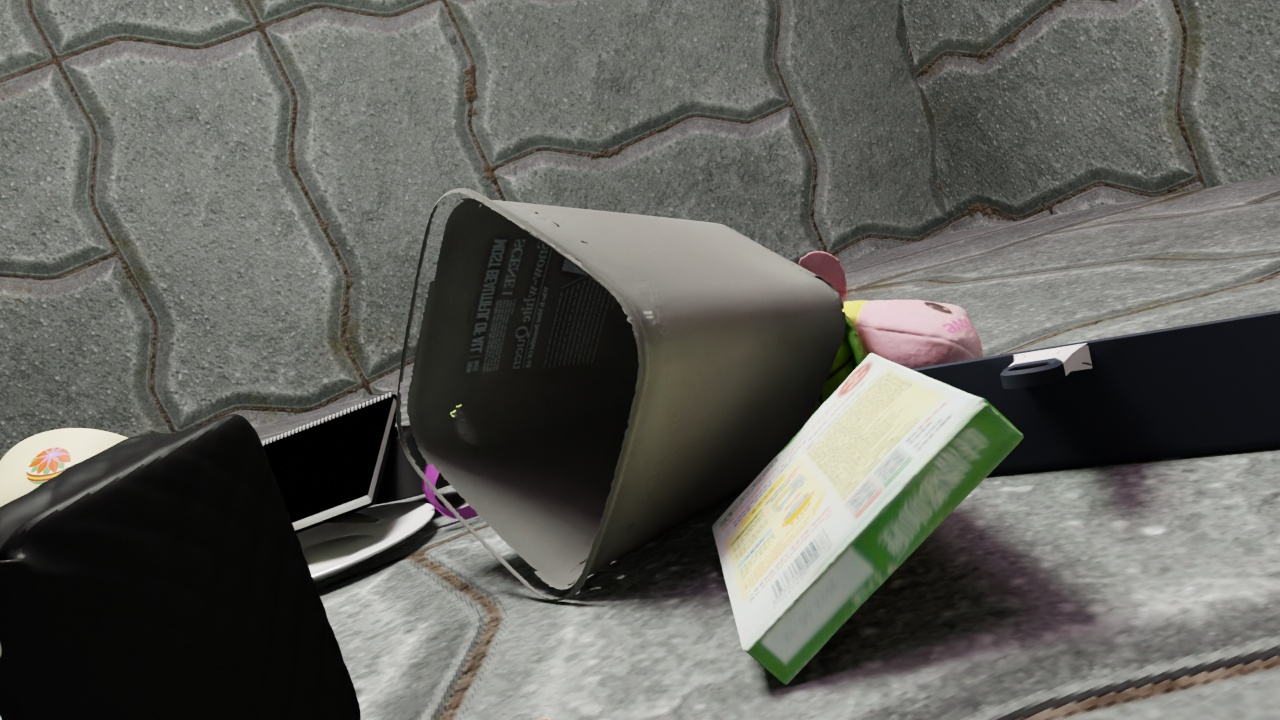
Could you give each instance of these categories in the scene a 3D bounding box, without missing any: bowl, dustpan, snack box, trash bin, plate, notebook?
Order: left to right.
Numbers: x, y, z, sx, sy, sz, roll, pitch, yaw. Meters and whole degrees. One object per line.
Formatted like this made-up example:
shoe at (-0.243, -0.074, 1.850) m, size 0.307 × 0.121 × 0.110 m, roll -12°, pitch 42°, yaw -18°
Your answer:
bowl at (-0.354, 0.112, 0.574) m, size 0.118 × 0.118 × 0.074 m, roll -15°, pitch 33°, yaw -1°
notebook at (-0.309, 0.105, 0.782) m, size 0.207 × 0.016 × 0.148 m, roll -21°, pitch 30°, yaw 7°
plate at (-0.267, 0.158, 0.741) m, size 0.208 × 0.015 × 0.208 m, roll -14°, pitch 6°, yaw 1°
bowl at (-0.226, 0.089, 0.835) m, size 0.124 × 0.052 × 0.124 m, roll -9°, pitch 6°, yaw 1°
trash bin at (-0.003, 0.003, 0.591) m, size 0.219 × 0.198 × 0.197 m, roll -11°, pitch 37°, yaw -44°
snack box at (0.091, 0.060, 0.424) m, size 0.132 × 0.027 × 0.168 m, roll -49°, pitch 4°, yaw 5°
dustpan at (0.246, 0.013, 0.530) m, size 0.237 × 0.080 × 0.272 m, roll -11°, pitch 7°, yaw 31°

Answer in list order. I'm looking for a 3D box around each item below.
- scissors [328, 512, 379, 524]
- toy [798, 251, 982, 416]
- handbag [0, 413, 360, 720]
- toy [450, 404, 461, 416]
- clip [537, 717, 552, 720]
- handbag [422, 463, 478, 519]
scissors at (-0.306, 0.142, 0.820) m, size 0.224 × 0.016 × 0.226 m, roll -18°, pitch 9°, yaw -38°
toy at (0.139, -0.001, 0.714) m, size 0.238 × 0.190 × 0.087 m, roll -4°, pitch 46°, yaw 18°
handbag at (-0.203, 0.113, 0.360) m, size 0.115 × 0.154 × 0.124 m, roll -8°, pitch 13°, yaw 22°
toy at (-0.110, 0.054, 0.968) m, size 0.236 × 0.097 × 0.192 m, roll -8°, pitch 24°, yaw -39°
clip at (-0.033, 0.143, 0.306) m, size 0.024 × 0.045 × 0.062 m, roll -14°, pitch -13°, yaw 0°
handbag at (-0.113, 0.062, 0.777) m, size 0.169 × 0.144 × 0.068 m, roll -46°, pitch 6°, yaw -21°
